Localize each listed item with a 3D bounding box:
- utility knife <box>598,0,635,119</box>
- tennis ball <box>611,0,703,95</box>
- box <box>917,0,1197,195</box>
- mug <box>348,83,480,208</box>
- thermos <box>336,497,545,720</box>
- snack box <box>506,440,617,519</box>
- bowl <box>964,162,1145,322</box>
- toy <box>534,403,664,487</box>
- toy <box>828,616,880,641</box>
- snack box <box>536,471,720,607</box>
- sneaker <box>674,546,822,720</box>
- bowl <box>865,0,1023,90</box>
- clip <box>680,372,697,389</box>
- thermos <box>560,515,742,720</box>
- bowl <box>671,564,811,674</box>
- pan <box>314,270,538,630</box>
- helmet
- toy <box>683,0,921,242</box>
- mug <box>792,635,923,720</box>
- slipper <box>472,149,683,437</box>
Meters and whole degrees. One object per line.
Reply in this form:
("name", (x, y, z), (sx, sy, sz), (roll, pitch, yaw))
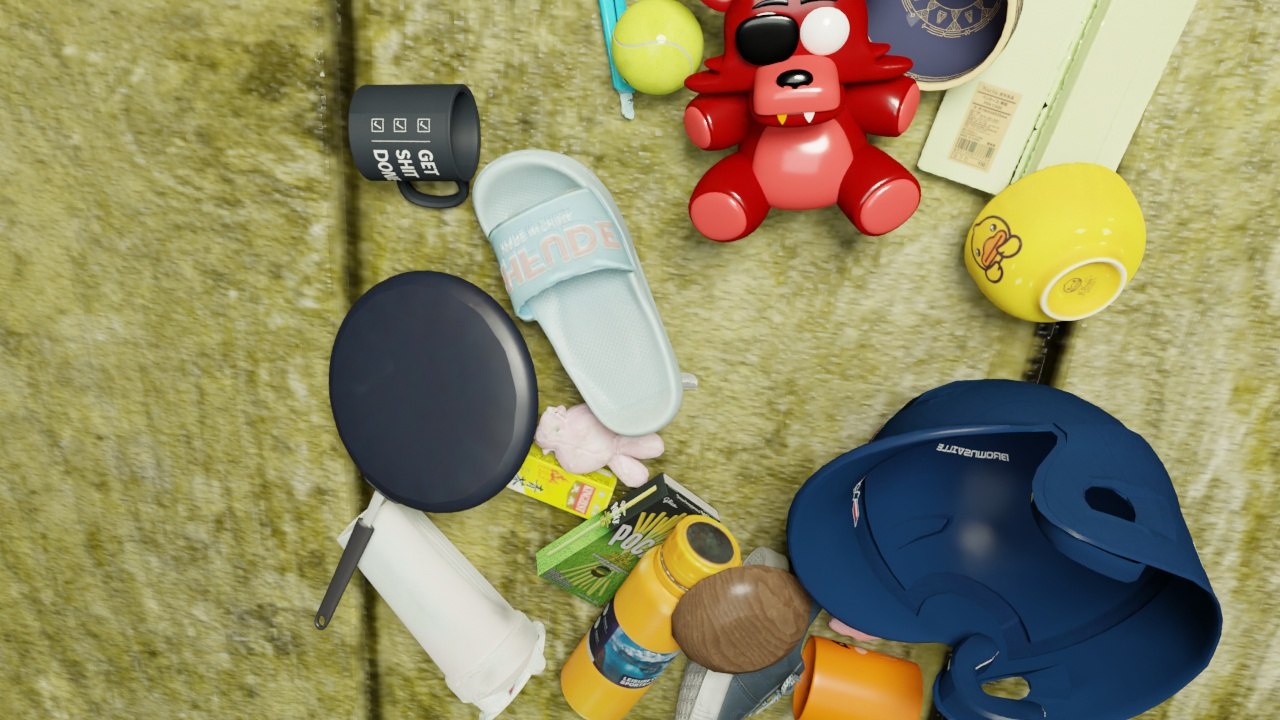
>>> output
("utility knife", (-0.016, -0.239, 0.671), (0.022, 0.015, 0.124), (-18, 113, -16))
("tennis ball", (0.012, -0.221, 0.646), (0.065, 0.065, 0.065), (3, 113, 8))
("box", (0.286, -0.199, 0.625), (0.141, 0.047, 0.188), (19, 115, 3))
("mug", (-0.167, -0.160, 0.705), (0.077, 0.071, 0.105), (2, 139, 8))
("thermos", (-0.180, 0.222, 0.853), (0.099, 0.099, 0.220), (-34, 100, 20))
("snack box", (-0.095, 0.097, 0.817), (0.148, 0.028, 0.040), (21, 114, 0))
("bowl", (0.294, -0.071, 0.637), (0.117, 0.067, 0.117), (-4, 137, -4))
("toy", (-0.036, 0.071, 0.788), (0.110, 0.047, 0.064), (23, 118, -8))
("toy", (0.208, 0.218, 0.806), (0.099, 0.052, 0.096), (29, 126, -17))
("snack box", (-0.011, 0.162, 0.815), (0.148, 0.025, 0.080), (-35, 129, 21))
("sneaker", (0.102, 0.274, 0.833), (0.087, 0.089, 0.236), (23, 110, -6))
("bowl", (0.198, -0.243, 0.602), (0.112, 0.061, 0.113), (27, 141, 24))
("clip", (-0.004, 0.005, 0.764), (0.102, 0.040, 0.054), (-1, 125, 9))
("thermos", (0.014, 0.230, 0.814), (0.091, 0.076, 0.233), (3, 133, -35))
("bowl", (0.084, 0.217, 0.738), (0.118, 0.030, 0.118), (-4, 124, -6))
("pan", (-0.210, 0.093, 0.766), (0.199, 0.021, 0.357), (34, 109, 15))
("helmet", (0.242, 0.118, 0.665), (0.272, 0.222, 0.233), (4, 128, -3))
("toy", (0.104, -0.181, 0.605), (0.158, 0.120, 0.197), (0, 125, 12))
("mug", (0.192, 0.310, 0.842), (0.096, 0.077, 0.113), (14, 142, 3))
("slipper", (-0.046, -0.052, 0.702), (0.104, 0.074, 0.245), (-28, 91, 16))
